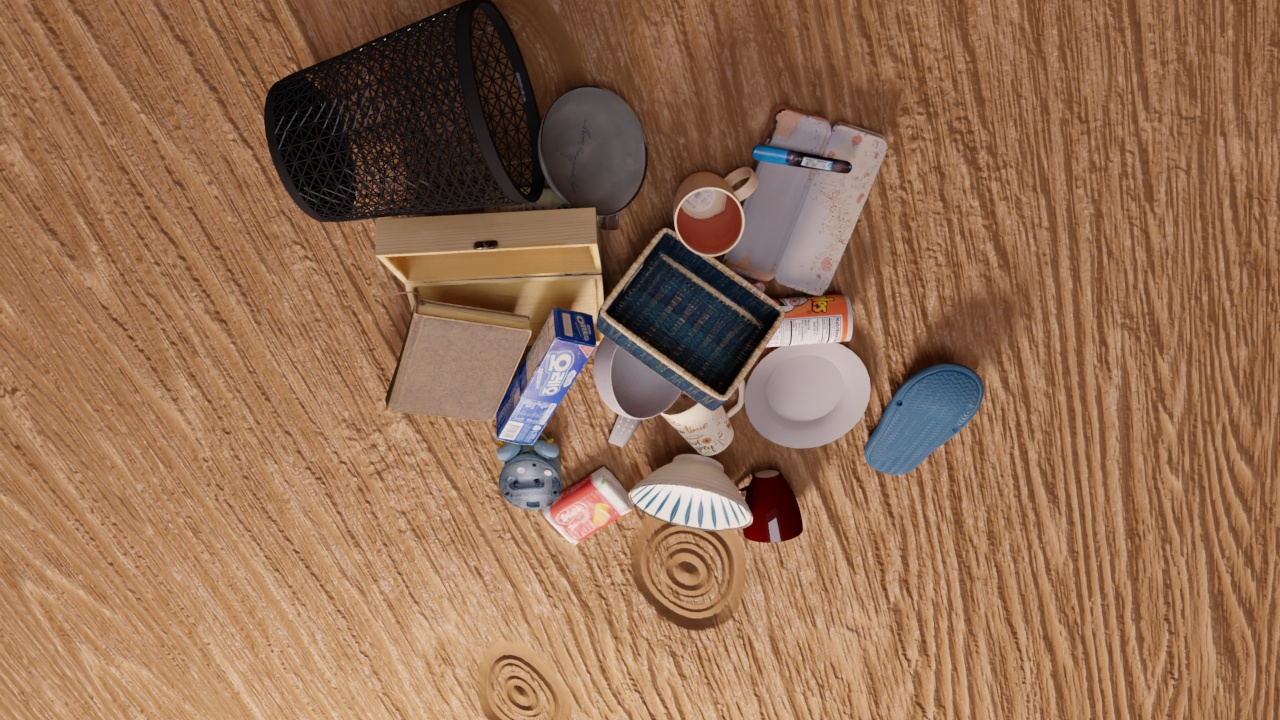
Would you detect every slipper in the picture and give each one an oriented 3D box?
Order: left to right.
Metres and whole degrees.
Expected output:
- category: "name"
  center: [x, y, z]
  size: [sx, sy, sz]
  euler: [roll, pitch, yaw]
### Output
- category: "slipper"
  center: [0.384, 0.078, 1.274]
  size: [0.104, 0.059, 0.214]
  euler: [26, 128, -5]

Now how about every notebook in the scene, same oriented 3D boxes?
- category: "notebook"
  center: [-0.254, 0.002, 1.167]
  size: [0.190, 0.034, 0.216]
  euler: [9, 141, -22]

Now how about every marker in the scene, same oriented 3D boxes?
- category: "marker"
  center: [0.192, -0.238, 1.089]
  size: [0.123, 0.015, 0.018]
  euler: [8, 120, -8]

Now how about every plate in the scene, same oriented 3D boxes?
- category: "plate"
  center: [0.229, 0.044, 1.272]
  size: [0.173, 0.019, 0.173]
  euler: [0, 118, -1]

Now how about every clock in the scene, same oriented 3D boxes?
- category: "clock"
  center: [-0.156, 0.152, 1.303]
  size: [0.089, 0.051, 0.125]
  euler: [-4, 117, 2]

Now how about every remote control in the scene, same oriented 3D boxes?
- category: "remote control"
  center: [-0.009, 0.068, 1.284]
  size: [0.039, 0.010, 0.125]
  euler: [22, 115, -12]

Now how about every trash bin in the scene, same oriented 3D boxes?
- category: "trash bin"
  center: [-0.257, -0.256, 1.008]
  size: [0.243, 0.216, 0.217]
  euler: [-10, 118, 11]

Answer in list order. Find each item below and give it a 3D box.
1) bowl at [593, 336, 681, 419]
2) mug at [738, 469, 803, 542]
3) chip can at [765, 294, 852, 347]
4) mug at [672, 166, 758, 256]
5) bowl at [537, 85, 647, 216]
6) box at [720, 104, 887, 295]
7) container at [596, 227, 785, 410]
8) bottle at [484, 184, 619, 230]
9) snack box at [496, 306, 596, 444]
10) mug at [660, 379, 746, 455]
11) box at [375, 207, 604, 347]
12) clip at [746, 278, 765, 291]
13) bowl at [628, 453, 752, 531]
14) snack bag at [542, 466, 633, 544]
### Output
- category: "bowl"
  center: [-0.007, 0.007, 1.205]
  size: [0.131, 0.064, 0.132]
  euler: [-9, 106, -37]
- category: "mug"
  center: [0.175, 0.206, 1.332]
  size: [0.114, 0.086, 0.088]
  euler: [-1, 102, 30]
- category: "chip can"
  center: [0.165, -0.049, 1.198]
  size: [0.210, 0.062, 0.062]
  euler: [-4, 118, 1]
- category: "mug"
  center: [0.091, -0.191, 1.099]
  size: [0.112, 0.104, 0.085]
  euler: [-35, 113, 15]
- category: "bowl"
  center: [-0.066, -0.243, 1.078]
  size: [0.150, 0.057, 0.151]
  euler: [-5, 98, -38]
- category: "box"
  center: [0.199, -0.195, 1.139]
  size: [0.148, 0.042, 0.217]
  euler: [13, 116, -12]
- category: "container"
  center: [0.059, -0.049, 1.120]
  size: [0.187, 0.071, 0.145]
  euler: [35, 75, 3]
- category: "bottle"
  center: [-0.107, -0.183, 1.125]
  size: [0.162, 0.056, 0.057]
  euler: [3, 117, -3]
- category: "snack box"
  center: [-0.127, 0.025, 1.190]
  size: [0.059, 0.059, 0.227]
  euler: [12, 138, -22]
- category: "mug"
  center: [0.096, 0.064, 1.262]
  size: [0.122, 0.081, 0.097]
  euler: [-42, 122, -10]
- category: "box"
  center: [-0.170, -0.099, 1.127]
  size: [0.247, 0.096, 0.261]
  euler: [-2, 146, 0]
- category: "clip"
  center: [0.133, -0.095, 1.199]
  size: [0.057, 0.035, 0.022]
  euler: [-8, 113, -3]
- category: "bowl"
  center: [0.076, 0.178, 1.294]
  size: [0.177, 0.070, 0.177]
  euler: [11, 153, 5]
- category: "snack bag"
  center: [-0.077, 0.214, 1.346]
  size: [0.116, 0.036, 0.077]
  euler: [-33, 114, 15]
